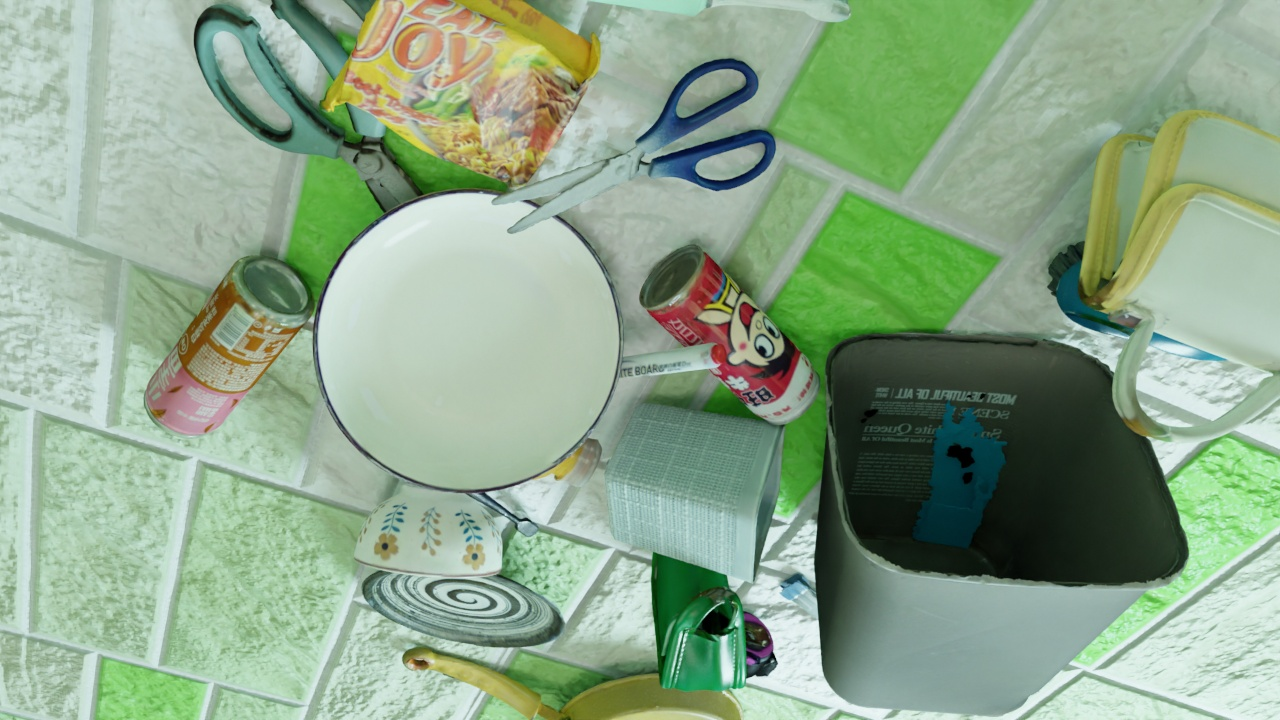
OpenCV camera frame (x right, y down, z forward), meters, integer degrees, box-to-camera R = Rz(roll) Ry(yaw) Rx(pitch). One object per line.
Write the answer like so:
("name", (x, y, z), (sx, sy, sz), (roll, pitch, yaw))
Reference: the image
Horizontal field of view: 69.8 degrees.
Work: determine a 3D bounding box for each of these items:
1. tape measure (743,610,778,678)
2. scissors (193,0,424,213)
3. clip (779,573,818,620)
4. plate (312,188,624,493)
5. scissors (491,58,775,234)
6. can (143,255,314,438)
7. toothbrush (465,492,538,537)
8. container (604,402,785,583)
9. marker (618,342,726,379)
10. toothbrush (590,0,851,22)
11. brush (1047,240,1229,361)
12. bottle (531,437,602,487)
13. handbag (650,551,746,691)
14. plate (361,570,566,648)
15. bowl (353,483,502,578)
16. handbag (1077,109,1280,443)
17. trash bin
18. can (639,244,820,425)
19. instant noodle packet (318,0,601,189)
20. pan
("tape measure", (0.091, 0.252, 0.818), (0.057, 0.057, 0.039), (14, 124, -27))
("scissors", (-0.166, -0.148, 0.538), (0.143, 0.019, 0.180), (-31, 120, 24))
("clip", (0.149, 0.209, 0.808), (0.057, 0.032, 0.025), (38, 119, -16))
("plate", (-0.107, -0.012, 0.587), (0.192, 0.039, 0.192), (-3, 100, -16))
("scissors", (0.001, -0.109, 0.542), (0.132, 0.012, 0.173), (33, 111, -30))
("can", (-0.284, -0.007, 0.630), (0.058, 0.057, 0.148), (36, 122, -23))
("toothbrush", (-0.126, 0.098, 0.694), (0.015, 0.018, 0.181), (-39, 143, 1))
("container", (0.039, 0.091, 0.661), (0.111, 0.089, 0.090), (11, 135, 16))
("marker", (-0.004, 0.004, 0.613), (0.146, 0.017, 0.017), (-8, 133, 42))
("toothbrush", (0.001, -0.200, 0.483), (0.224, 0.027, 0.027), (7, 142, -3))
("brush", (0.329, -0.031, 0.571), (0.144, 0.073, 0.055), (13, 124, -7))
("bottle", (-0.117, 0.036, 0.650), (0.189, 0.067, 0.068), (27, 125, -18))
("handbag", (0.047, 0.186, 0.723), (0.068, 0.131, 0.120), (2, 126, -4))
("plate", (-0.152, 0.209, 0.799), (0.179, 0.024, 0.180), (5, 144, 3))
("bowl", (-0.163, 0.129, 0.718), (0.113, 0.113, 0.062), (5, 85, -2))
("handbag", (0.327, -0.035, 0.508), (0.163, 0.178, 0.063), (18, 170, -11))
("trash bin", (0.214, 0.123, 0.636), (0.199, 0.198, 0.220), (3, 136, 3))
("can", (0.062, -0.014, 0.610), (0.053, 0.053, 0.132), (-34, 120, 26))
("instant noodle packet", (-0.097, -0.154, 0.497), (0.128, 0.044, 0.111), (20, 133, -27))
("pan", (-0.065, 0.354, 0.916), (0.357, 0.078, 0.198), (17, 125, -18))
